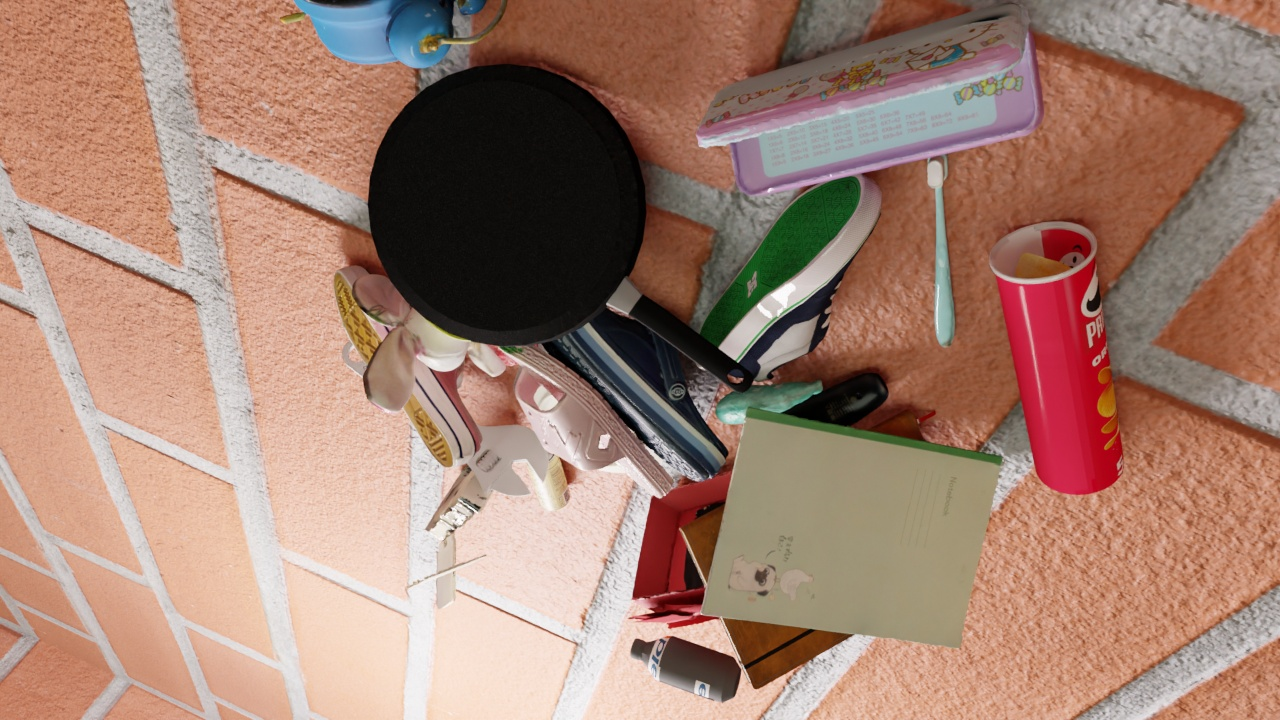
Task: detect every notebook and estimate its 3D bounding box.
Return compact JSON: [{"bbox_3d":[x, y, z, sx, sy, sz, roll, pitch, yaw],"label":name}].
[{"bbox_3d":[0.189,0.150,0.802,0.252,0.182,0.010,12,-178,-14],"label":"notebook"},{"bbox_3d":[0.179,0.170,0.816,0.178,0.249,0.014,66,169,-10],"label":"notebook"}]

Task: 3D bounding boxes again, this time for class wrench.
[{"bbox_3d":[-0.219,0.055,1.030,0.273,0.086,0.018,38,164,7],"label":"wrench"}]

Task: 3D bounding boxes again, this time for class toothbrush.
[{"bbox_3d":[0.231,-0.079,0.705,0.016,0.016,0.181,3,133,24],"label":"toothbrush"}]

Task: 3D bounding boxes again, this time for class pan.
[{"bbox_3d":[-0.056,-0.083,0.732,0.356,0.034,0.225,36,102,0],"label":"pan"}]

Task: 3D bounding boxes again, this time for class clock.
[{"bbox_3d":[-0.175,-0.264,0.660,0.161,0.116,0.060,19,148,16],"label":"clock"}]

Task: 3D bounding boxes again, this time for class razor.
[{"bbox_3d":[0.164,0.054,0.849,0.152,0.067,0.054,-35,79,31],"label":"razor"}]

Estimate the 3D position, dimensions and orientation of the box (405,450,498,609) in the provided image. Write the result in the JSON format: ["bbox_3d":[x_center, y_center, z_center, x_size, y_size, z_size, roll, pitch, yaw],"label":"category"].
[{"bbox_3d":[-0.206,0.199,1.068,0.069,0.190,0.144,35,144,-10],"label":"box"}]

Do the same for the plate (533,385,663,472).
[{"bbox_3d":[-0.049,0.062,0.971,0.182,0.034,0.183,14,136,14],"label":"plate"}]

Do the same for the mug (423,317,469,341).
[{"bbox_3d":[-0.144,-0.081,0.827,0.082,0.105,0.083,14,136,14],"label":"mug"}]

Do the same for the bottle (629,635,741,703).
[{"bbox_3d":[0.044,0.303,0.912,0.112,0.046,0.047,14,136,18],"label":"bottle"}]

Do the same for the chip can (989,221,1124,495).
[{"bbox_3d":[0.322,0.005,0.700,0.069,0.069,0.221,-5,129,30],"label":"chip can"}]

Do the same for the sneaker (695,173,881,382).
[{"bbox_3d":[0.132,-0.057,0.737,0.079,0.084,0.236,19,142,-16],"label":"sneaker"}]

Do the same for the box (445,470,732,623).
[{"bbox_3d":[0.005,0.158,0.874,0.325,0.152,0.214,18,150,-38],"label":"box"}]

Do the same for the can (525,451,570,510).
[{"bbox_3d":[-0.108,0.136,1.070,0.038,0.038,0.080,8,134,21],"label":"can"}]

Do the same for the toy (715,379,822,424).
[{"bbox_3d":[0.108,0.036,0.822,0.105,0.085,0.033,147,110,-77],"label":"toy"}]

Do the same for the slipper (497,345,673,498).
[{"bbox_3d":[-0.056,0.070,0.870,0.239,0.064,0.094,48,166,-34],"label":"slipper"}]

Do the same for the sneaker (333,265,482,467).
[{"bbox_3d":[-0.230,-0.005,0.963,0.241,0.087,0.119,56,147,1],"label":"sneaker"}]

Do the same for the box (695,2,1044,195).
[{"bbox_3d":[0.148,-0.174,0.609,0.215,0.077,0.096,-7,158,32],"label":"box"}]

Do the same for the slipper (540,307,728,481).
[{"bbox_3d":[-0.005,0.005,0.854,0.253,0.095,0.105,47,169,-13],"label":"slipper"}]

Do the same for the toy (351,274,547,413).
[{"bbox_3d":[-0.175,-0.026,0.882,0.194,0.159,0.084,-2,143,-27],"label":"toy"}]
